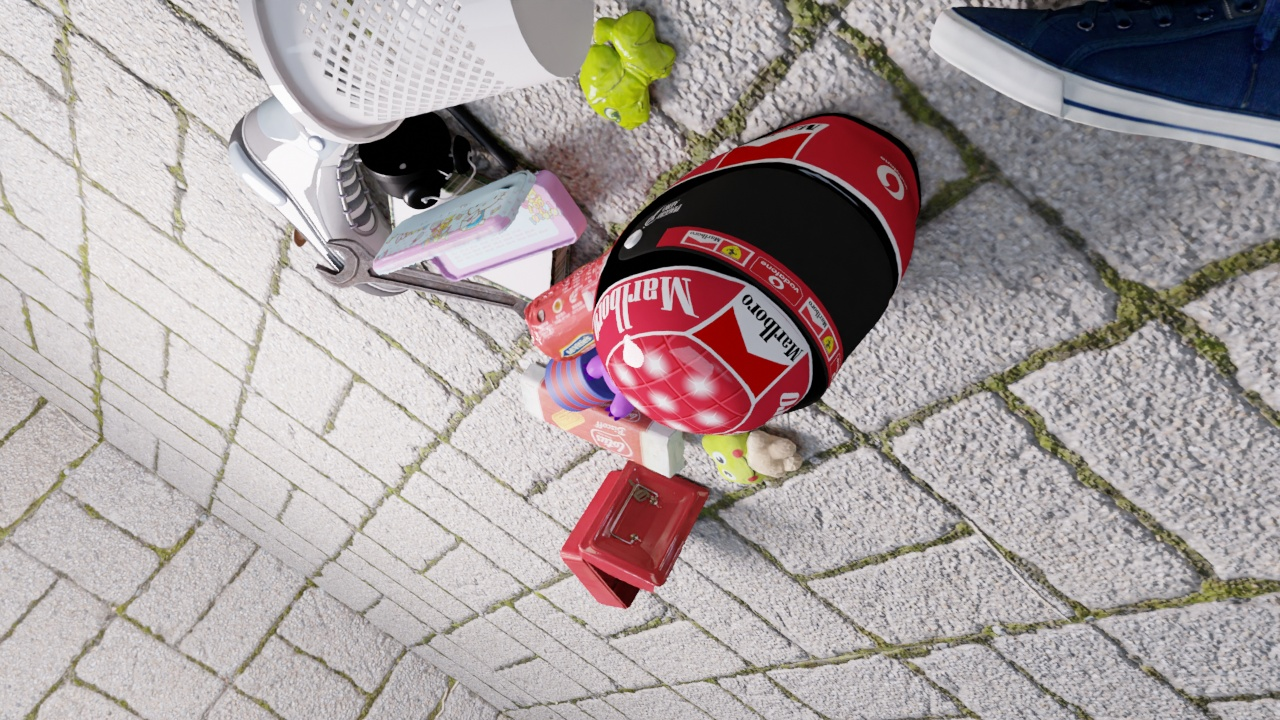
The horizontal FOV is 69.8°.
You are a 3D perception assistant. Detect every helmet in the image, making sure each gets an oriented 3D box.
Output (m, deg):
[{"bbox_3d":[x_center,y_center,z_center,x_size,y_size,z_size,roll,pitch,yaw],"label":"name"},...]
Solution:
[{"bbox_3d":[0.076,-0.051,0.739,0.197,0.224,0.272,44,146,-18],"label":"helmet"}]

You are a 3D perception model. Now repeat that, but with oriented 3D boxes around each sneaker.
[{"bbox_3d":[-0.315,-0.188,1.005,0.161,0.092,0.256,-21,122,40],"label":"sneaker"},{"bbox_3d":[0.316,-0.186,0.506,0.295,0.120,0.127,17,121,17],"label":"sneaker"}]

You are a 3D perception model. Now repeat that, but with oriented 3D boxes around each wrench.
[{"bbox_3d":[-0.228,-0.086,1.035,0.273,0.010,0.070,12,132,-6],"label":"wrench"}]

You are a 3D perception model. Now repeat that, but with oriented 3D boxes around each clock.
[{"bbox_3d":[-0.218,-0.196,0.904,0.121,0.091,0.043,30,158,20],"label":"clock"}]

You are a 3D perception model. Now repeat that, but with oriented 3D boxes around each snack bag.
[{"bbox_3d":[-0.049,0.074,1.139,0.225,0.041,0.078,23,142,25],"label":"snack bag"},{"bbox_3d":[-0.041,-0.062,0.919,0.177,0.082,0.082,-27,117,34],"label":"snack bag"}]

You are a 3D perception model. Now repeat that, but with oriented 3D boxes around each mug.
[{"bbox_3d":[-0.068,0.000,1.055,0.076,0.074,0.112,-21,104,50],"label":"mug"}]

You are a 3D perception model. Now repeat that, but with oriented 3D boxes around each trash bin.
[{"bbox_3d":[-0.154,-0.271,0.692,0.200,0.195,0.196,1,136,24],"label":"trash bin"}]

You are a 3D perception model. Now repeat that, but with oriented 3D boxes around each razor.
[{"bbox_3d":[-0.174,-0.235,0.885,0.144,0.022,0.042,39,-172,-18],"label":"razor"}]

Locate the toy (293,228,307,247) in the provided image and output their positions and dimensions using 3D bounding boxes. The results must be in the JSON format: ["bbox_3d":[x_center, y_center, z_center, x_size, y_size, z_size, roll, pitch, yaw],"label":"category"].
[{"bbox_3d":[-0.402,-0.178,1.118,0.102,0.041,0.054,-14,148,37],"label":"toy"}]

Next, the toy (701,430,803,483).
[{"bbox_3d":[0.131,0.110,1.056,0.118,0.043,0.092,-3,132,38],"label":"toy"}]

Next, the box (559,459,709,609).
[{"bbox_3d":[-0.012,0.240,1.237,0.152,0.156,0.165,26,148,13],"label":"box"}]

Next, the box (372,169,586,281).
[{"bbox_3d":[-0.163,-0.112,0.885,0.215,0.092,0.089,-10,125,42],"label":"box"}]

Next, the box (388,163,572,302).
[{"bbox_3d":[-0.170,-0.142,0.973,0.205,0.049,0.118,23,141,11],"label":"box"}]

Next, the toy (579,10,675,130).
[{"bbox_3d":[-0.013,-0.234,0.745,0.094,0.036,0.094,-14,127,37],"label":"toy"}]

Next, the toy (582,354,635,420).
[{"bbox_3d":[-0.006,0.005,0.945,0.088,0.055,0.106,-53,58,37],"label":"toy"}]
